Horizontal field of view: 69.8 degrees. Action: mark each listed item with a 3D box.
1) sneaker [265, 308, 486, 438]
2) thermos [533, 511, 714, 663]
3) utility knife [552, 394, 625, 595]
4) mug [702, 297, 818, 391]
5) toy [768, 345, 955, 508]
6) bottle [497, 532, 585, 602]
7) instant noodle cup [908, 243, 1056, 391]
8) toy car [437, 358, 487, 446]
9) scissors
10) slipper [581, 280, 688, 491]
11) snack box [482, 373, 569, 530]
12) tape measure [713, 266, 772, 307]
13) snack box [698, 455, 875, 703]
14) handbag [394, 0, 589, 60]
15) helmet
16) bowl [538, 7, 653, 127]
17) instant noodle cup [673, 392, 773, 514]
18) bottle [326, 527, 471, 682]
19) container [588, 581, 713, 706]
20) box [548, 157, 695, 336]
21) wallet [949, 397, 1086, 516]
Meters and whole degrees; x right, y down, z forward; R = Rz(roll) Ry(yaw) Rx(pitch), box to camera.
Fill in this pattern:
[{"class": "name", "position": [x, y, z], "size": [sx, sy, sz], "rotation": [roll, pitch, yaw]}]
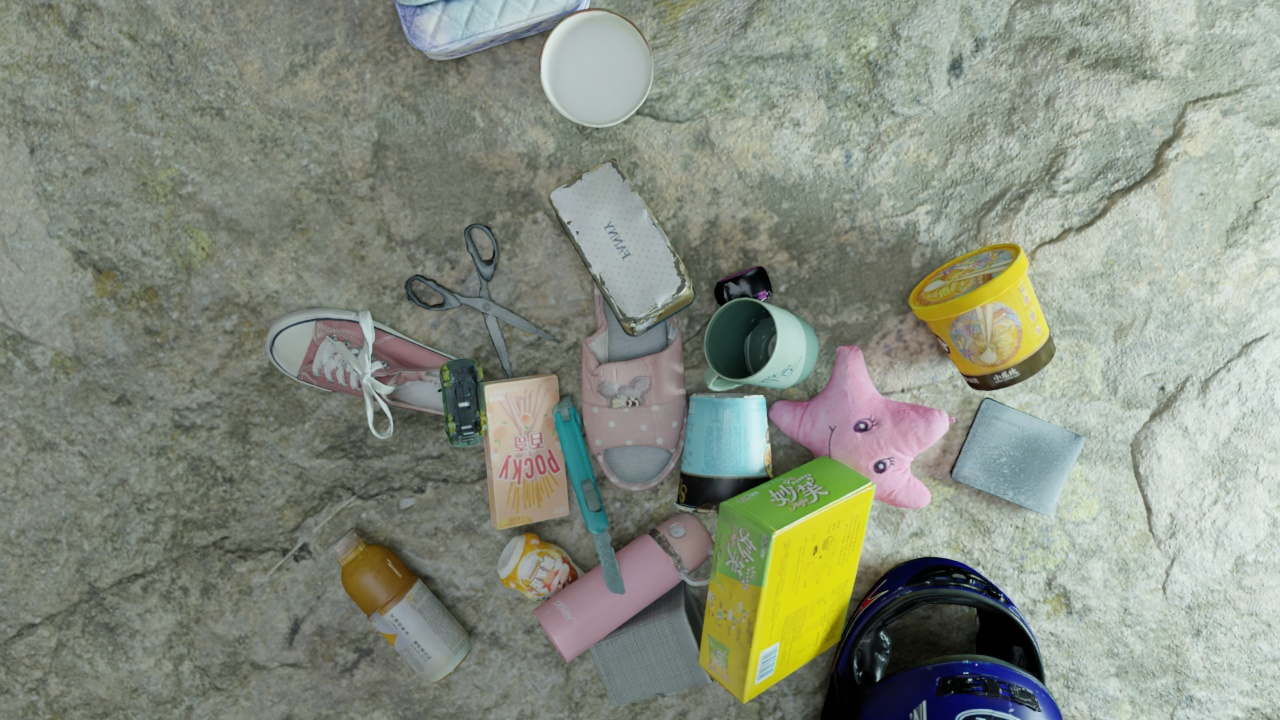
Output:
[{"class": "sneaker", "position": [-0.280, 0.009, 0.960], "size": [0.241, 0.087, 0.118], "rotation": [18, 98, -2]}, {"class": "thermos", "position": [-0.008, 0.241, 0.966], "size": [0.198, 0.087, 0.067], "rotation": [-30, 141, -16]}, {"class": "utility knife", "position": [-0.053, 0.139, 0.956], "size": [0.029, 0.013, 0.216], "rotation": [-16, 78, -12]}, {"class": "mug", "position": [0.117, -0.006, 0.937], "size": [0.112, 0.106, 0.082], "rotation": [-43, 63, 23]}, {"class": "toy", "position": [0.236, 0.076, 0.963], "size": [0.179, 0.074, 0.194], "rotation": [-19, 99, 17]}, {"class": "bottle", "position": [-0.099, 0.234, 1.001], "size": [0.108, 0.063, 0.063], "rotation": [31, 97, -18]}, {"class": "instant noodle cup", "position": [0.353, -0.041, 0.932], "size": [0.118, 0.118, 0.114], "rotation": [-32, 104, 5]}, {"class": "toy car", "position": [-0.183, 0.042, 0.938], "size": [0.043, 0.036, 0.091], "rotation": [-7, 104, -25]}, {"class": "scissors", "position": [-0.171, -0.060, 0.986], "size": [0.159, 0.014, 0.181], "rotation": [-5, 99, 2]}, {"class": "slipper", "position": [-0.006, 0.006, 0.971], "size": [0.114, 0.054, 0.274], "rotation": [0, 96, 2]}, {"class": "snack box", "position": [-0.124, 0.096, 0.982], "size": [0.084, 0.026, 0.157], "rotation": [-8, 98, -28]}, {"class": "tape measure", "position": [0.108, -0.072, 0.956], "size": [0.058, 0.057, 0.039], "rotation": [-21, 94, -8]}, {"class": "snack box", "position": [0.146, 0.217, 0.922], "size": [0.157, 0.070, 0.210], "rotation": [-17, 123, -37]}, {"class": "handbag", "position": [-0.151, -0.387, 0.910], "size": [0.194, 0.075, 0.134], "rotation": [-17, 97, 2]}, {"class": "helmet", "position": [0.309, 0.381, 0.926], "size": [0.247, 0.240, 0.315], "rotation": [10, 97, -2]}, {"class": "bowl", "position": [-0.043, -0.291, 0.928], "size": [0.113, 0.062, 0.113], "rotation": [0, 99, 2]}, {"class": "instant noodle cup", "position": [0.091, 0.094, 0.961], "size": [0.111, 0.111, 0.120], "rotation": [1, 91, 1]}, {"class": "bottle", "position": [-0.266, 0.265, 1.004], "size": [0.068, 0.068, 0.189], "rotation": [-39, 95, 6]}, {"class": "container", "position": [0.011, 0.310, 0.997], "size": [0.114, 0.090, 0.090], "rotation": [-20, 96, 7]}, {"class": "box", "position": [-0.022, -0.119, 0.928], "size": [0.090, 0.060, 0.184], "rotation": [-29, 74, 1]}, {"class": "wallet", "position": [0.409, 0.104, 0.997], "size": [0.121, 0.019, 0.097], "rotation": [22, 96, -1]}]
